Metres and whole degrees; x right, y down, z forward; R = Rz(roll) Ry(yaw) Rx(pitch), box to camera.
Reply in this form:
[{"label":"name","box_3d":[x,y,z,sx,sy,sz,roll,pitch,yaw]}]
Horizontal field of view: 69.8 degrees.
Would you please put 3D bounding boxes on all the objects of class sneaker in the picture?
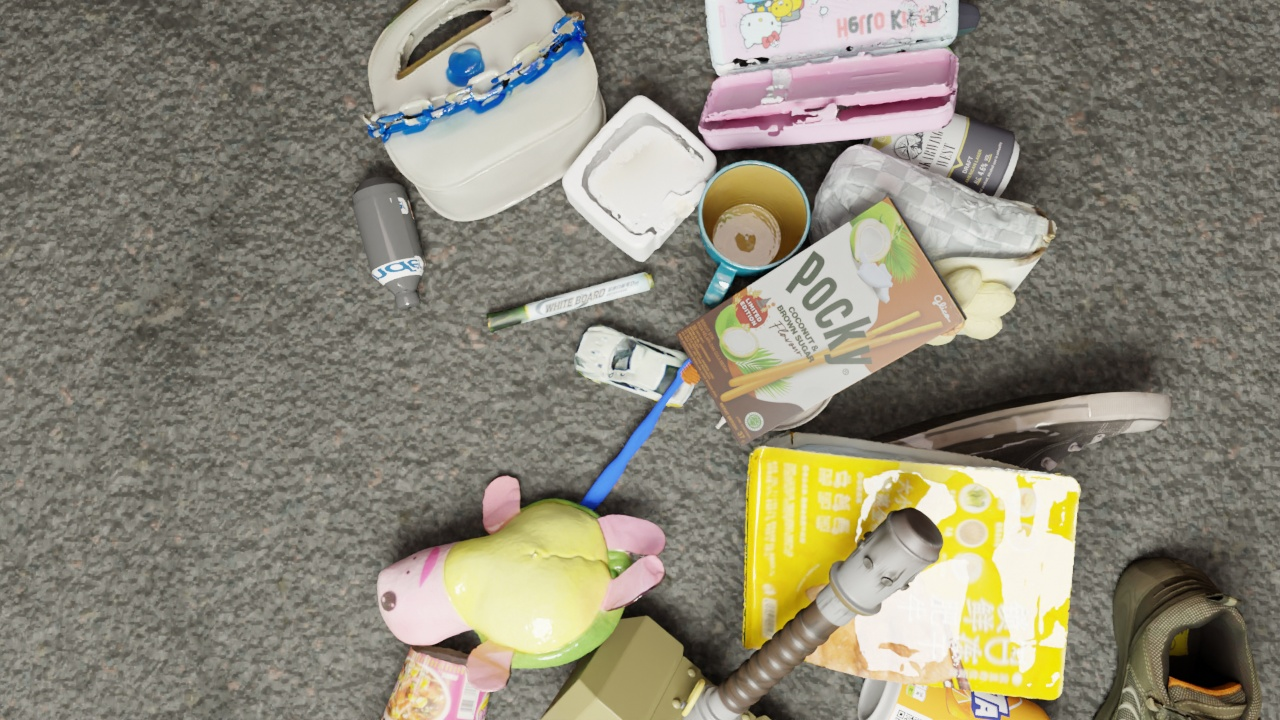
[{"label":"sneaker","box_3d":[0.412,0.273,0.677,0.101,0.143,0.238,8,87,2]},{"label":"sneaker","box_3d":[0.303,0.092,0.720,0.235,0.095,0.120,-16,88,-1]}]

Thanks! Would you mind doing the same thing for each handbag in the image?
[{"label":"handbag","box_3d":[0.211,-0.084,0.718,0.171,0.113,0.123,25,62,7]},{"label":"handbag","box_3d":[-0.137,-0.238,0.764,0.200,0.093,0.199,-31,78,1]}]

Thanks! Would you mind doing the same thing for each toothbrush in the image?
[{"label":"toothbrush","box_3d":[-0.004,0.070,0.754,0.016,0.018,0.183,28,104,-36]}]

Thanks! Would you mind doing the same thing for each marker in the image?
[{"label":"marker","box_3d":[-0.060,-0.051,0.781,0.146,0.017,0.017,-15,86,1]}]

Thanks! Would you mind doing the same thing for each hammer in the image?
[{"label":"hammer","box_3d":[0.089,0.214,0.640,0.190,0.100,0.326,39,120,4]}]

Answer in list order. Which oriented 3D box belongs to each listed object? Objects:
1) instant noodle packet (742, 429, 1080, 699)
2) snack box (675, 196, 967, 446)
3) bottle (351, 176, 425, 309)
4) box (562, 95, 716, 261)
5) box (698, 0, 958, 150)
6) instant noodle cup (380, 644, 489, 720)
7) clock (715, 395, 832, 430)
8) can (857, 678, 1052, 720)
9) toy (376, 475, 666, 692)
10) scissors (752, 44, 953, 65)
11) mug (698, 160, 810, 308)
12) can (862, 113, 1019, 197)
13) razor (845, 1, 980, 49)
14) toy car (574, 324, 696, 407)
[{"label":"instant noodle packet","box_3d":[0.194,0.147,0.672,0.222,0.084,0.163,5,98,28]},{"label":"snack box","box_3d":[0.130,-0.025,0.680,0.186,0.031,0.101,-33,83,22]},{"label":"bottle","box_3d":[-0.210,-0.098,0.776,0.047,0.047,0.112,-17,87,1]},{"label":"box","box_3d":[0.001,-0.149,0.756,0.102,0.076,0.107,42,91,5]},{"label":"box","box_3d":[0.149,-0.238,0.732,0.202,0.073,0.149,1,80,24]},{"label":"instant noodle cup","box_3d":[-0.165,0.290,0.733,0.098,0.098,0.108,15,79,3]},{"label":"clock","box_3d":[0.130,0.000,0.749,0.157,0.061,0.103,-13,86,9]},{"label":"can","box_3d":[0.248,0.284,0.716,0.142,0.079,0.079,23,88,4]},{"label":"toy","box_3d":[-0.096,0.176,0.723,0.238,0.088,0.189,-12,48,6]},{"label":"scissors","box_3d":[0.182,-0.257,0.785,0.175,0.033,0.078,14,83,2]},{"label":"mug","box_3d":[0.080,-0.093,0.734,0.084,0.104,0.112,27,90,4]},{"label":"can","box_3d":[0.237,-0.174,0.751,0.127,0.064,0.064,19,87,4]},{"label":"razor","box_3d":[0.209,-0.284,0.763,0.143,0.047,0.052,-2,92,1]},{"label":"toy car","box_3d":[-0.005,0.005,0.768,0.105,0.033,0.048,19,89,5]}]
